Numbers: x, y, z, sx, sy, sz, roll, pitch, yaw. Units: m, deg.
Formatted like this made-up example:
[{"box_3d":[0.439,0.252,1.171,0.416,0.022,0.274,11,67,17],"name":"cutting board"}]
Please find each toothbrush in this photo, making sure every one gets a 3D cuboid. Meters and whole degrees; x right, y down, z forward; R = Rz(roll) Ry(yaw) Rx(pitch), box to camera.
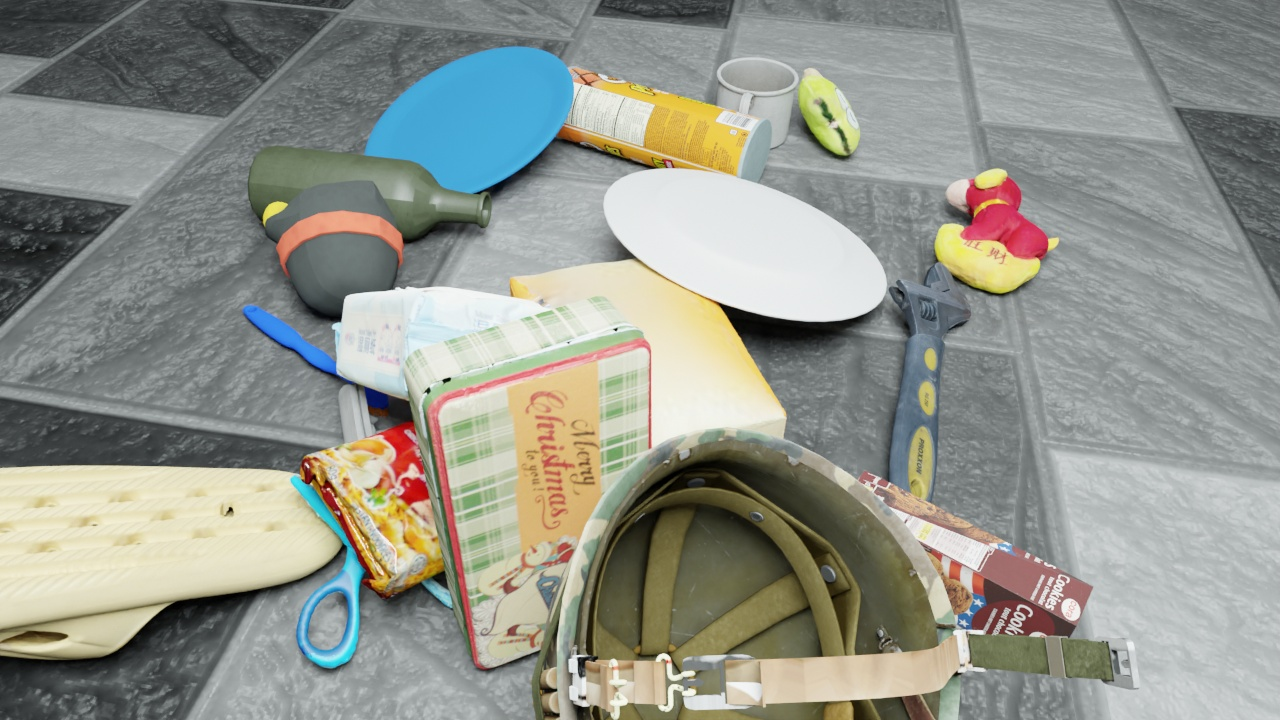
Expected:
[{"box_3d":[-0.252,-0.003,0.704,0.183,0.018,0.016,28,48,30],"name":"toothbrush"}]

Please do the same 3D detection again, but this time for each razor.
[{"box_3d":[-0.143,0.051,0.631,0.116,0.047,0.088,-6,42,-20],"name":"razor"}]

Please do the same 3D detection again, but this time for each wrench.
[{"box_3d":[0.211,0.013,0.688,0.073,0.022,0.272,31,46,-10],"name":"wrench"}]

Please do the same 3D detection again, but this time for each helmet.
[{"box_3d":[0.051,0.141,0.398,0.192,0.237,0.224,3,56,-21],"name":"helmet"}]

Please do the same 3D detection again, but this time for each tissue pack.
[{"box_3d":[-0.124,-0.010,0.596,0.112,0.070,0.182,6,1,-33],"name":"tissue pack"}]

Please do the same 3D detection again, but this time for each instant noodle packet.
[{"box_3d":[-0.128,0.078,0.550,0.135,0.040,0.098,-19,62,-48],"name":"instant noodle packet"}]

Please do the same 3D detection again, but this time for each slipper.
[{"box_3d":[-0.307,0.116,0.527,0.261,0.079,0.111,-1,39,-32],"name":"slipper"}]

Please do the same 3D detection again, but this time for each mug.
[{"box_3d":[0.116,-0.262,0.959,0.084,0.071,0.112,13,43,12],"name":"mug"}]

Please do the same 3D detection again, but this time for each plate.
[{"box_3d":[-0.169,-0.232,0.915,0.225,0.024,0.223,-11,52,14],"name":"plate"},{"box_3d":[0.089,-0.108,0.755,0.242,0.016,0.242,12,34,-8],"name":"plate"}]

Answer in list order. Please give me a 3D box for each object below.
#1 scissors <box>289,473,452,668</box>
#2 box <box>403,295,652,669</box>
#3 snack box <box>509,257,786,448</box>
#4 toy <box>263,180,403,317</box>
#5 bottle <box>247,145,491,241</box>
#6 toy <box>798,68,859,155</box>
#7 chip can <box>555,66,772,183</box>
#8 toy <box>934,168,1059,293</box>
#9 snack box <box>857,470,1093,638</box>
[{"box_3d":[-0.163,0.119,0.540,0.134,0.012,0.134,40,56,1],"name":"scissors"},{"box_3d":[-0.052,0.072,0.486,0.117,0.206,0.050,-18,40,-24],"name":"box"},{"box_3d":[-0.004,0.004,0.654,0.145,0.081,0.195,-11,44,-15],"name":"snack box"},{"box_3d":[-0.239,-0.081,0.734,0.100,0.097,0.119,-27,63,30],"name":"toy"},{"box_3d":[-0.237,-0.145,0.816,0.207,0.072,0.071,7,43,6],"name":"bottle"},{"box_3d":[0.193,-0.264,0.960,0.046,0.092,0.115,-32,29,18],"name":"toy"},{"box_3d":[0.017,-0.231,0.918,0.215,0.075,0.075,21,46,20],"name":"chip can"},{"box_3d":[0.317,-0.115,0.815,0.105,0.067,0.137,13,51,6],"name":"toy"},{"box_3d":[0.187,0.125,0.551,0.141,0.051,0.031,27,48,25],"name":"snack box"}]
